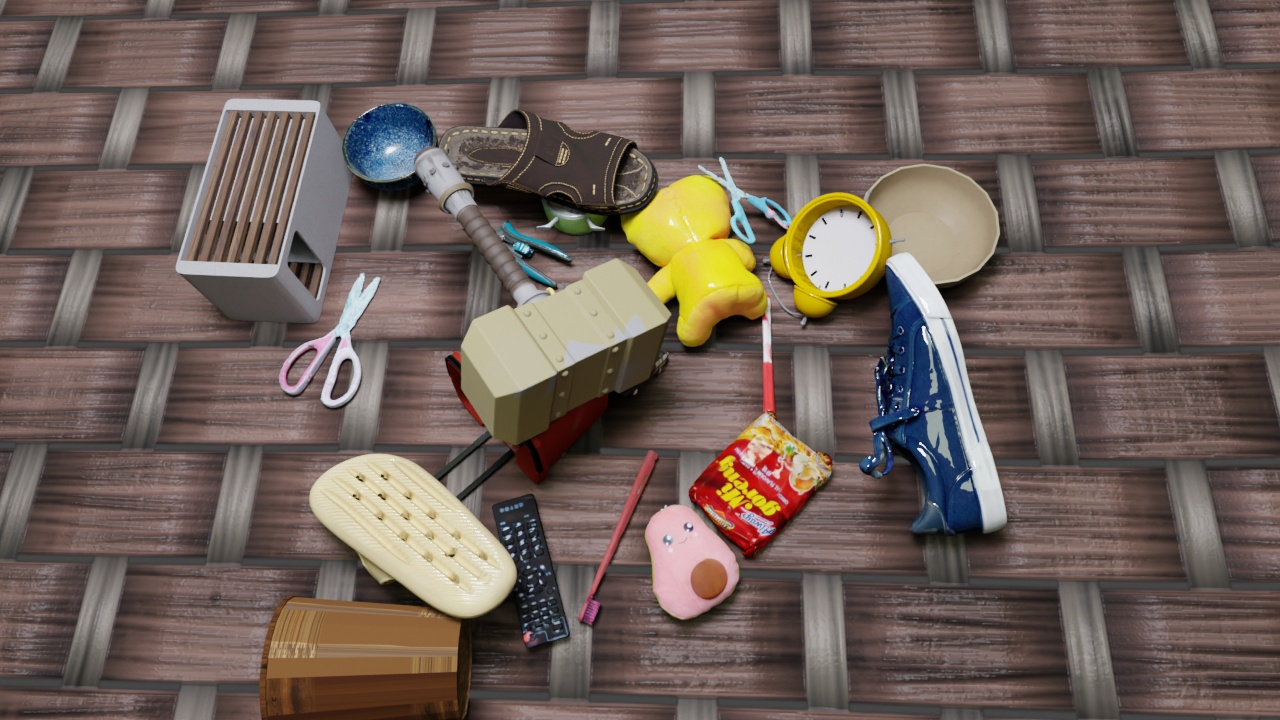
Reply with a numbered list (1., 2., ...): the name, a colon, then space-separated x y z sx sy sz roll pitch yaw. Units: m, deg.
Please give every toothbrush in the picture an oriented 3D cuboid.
1. toothbrush: -0.020 0.180 0.945 0.016 0.016 0.189 21 70 7

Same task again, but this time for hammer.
1. hammer: -0.138 -0.097 0.917 0.189 0.101 0.324 -26 65 -25

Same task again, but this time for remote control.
1. remote control: -0.112 0.213 0.936 0.047 0.022 0.150 -16 69 -3

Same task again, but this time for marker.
1. marker: 0.141 -0.008 1.014 0.013 0.013 0.142 0 68 4

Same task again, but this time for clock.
1. clock: 0.206 -0.114 1.009 0.152 0.052 0.113 -40 64 28
2. clock: -0.076 -0.200 1.092 0.094 0.043 0.119 4 68 4

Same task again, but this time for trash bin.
1. trash bin: -0.427 -0.173 1.066 0.114 0.114 0.228 3 68 5

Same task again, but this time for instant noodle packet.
1. instant noodle packet: 0.124 0.125 0.947 0.098 0.040 0.135 44 76 11

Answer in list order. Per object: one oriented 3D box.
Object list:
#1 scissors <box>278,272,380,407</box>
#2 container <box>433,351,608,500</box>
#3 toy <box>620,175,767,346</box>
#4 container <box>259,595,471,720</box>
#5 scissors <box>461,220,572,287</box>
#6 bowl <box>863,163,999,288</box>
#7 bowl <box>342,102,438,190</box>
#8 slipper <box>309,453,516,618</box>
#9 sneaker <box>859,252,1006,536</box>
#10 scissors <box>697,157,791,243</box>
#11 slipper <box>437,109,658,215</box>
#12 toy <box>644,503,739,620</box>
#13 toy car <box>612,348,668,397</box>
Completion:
1. scissors: -0.332 -0.025 1.056 0.103 0.016 0.178 24 68 14
2. container: -0.146 0.061 0.951 0.200 0.127 0.148 -39 70 -19
3. toy: 0.056 -0.119 1.024 0.134 0.087 0.193 -21 65 0
4. container: -0.249 0.287 0.863 0.167 0.132 0.132 -1 67 -3
5. scissors: -0.144 -0.136 1.082 0.142 0.019 0.127 -14 73 5
6. bowl: 0.320 -0.143 1.036 0.152 0.050 0.152 -2 68 4
7. bowl: -0.297 -0.250 1.118 0.114 0.061 0.114 -2 68 5
8. slipper: -0.223 0.183 0.923 0.262 0.079 0.111 27 51 32
9. sneaker: 0.269 0.037 0.931 0.127 0.120 0.294 -13 79 9
10. scissors: 0.118 -0.174 1.039 0.135 0.015 0.133 26 43 -15
11. slipper: -0.109 -0.230 1.041 0.268 0.076 0.112 12 69 11
12. toy: 0.044 0.197 0.914 0.090 0.051 0.110 -28 68 -9
13. toy car: -0.006 0.006 0.990 0.040 0.037 0.092 31 40 17
